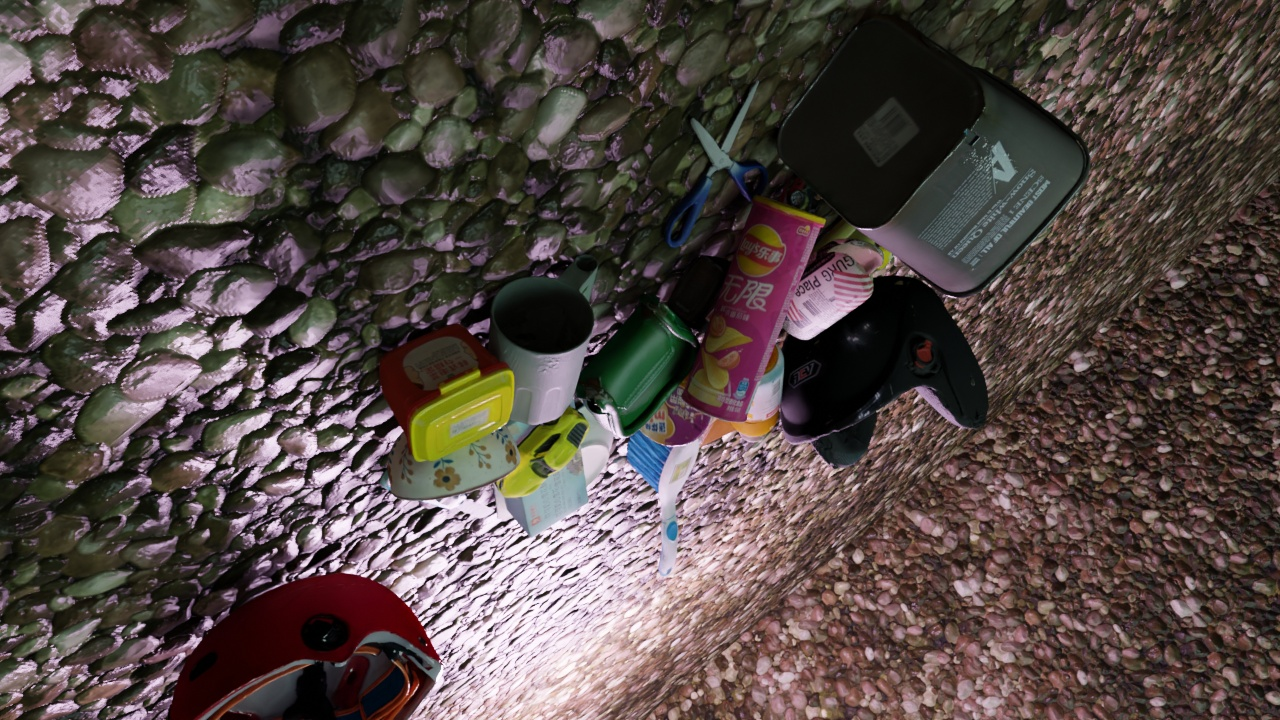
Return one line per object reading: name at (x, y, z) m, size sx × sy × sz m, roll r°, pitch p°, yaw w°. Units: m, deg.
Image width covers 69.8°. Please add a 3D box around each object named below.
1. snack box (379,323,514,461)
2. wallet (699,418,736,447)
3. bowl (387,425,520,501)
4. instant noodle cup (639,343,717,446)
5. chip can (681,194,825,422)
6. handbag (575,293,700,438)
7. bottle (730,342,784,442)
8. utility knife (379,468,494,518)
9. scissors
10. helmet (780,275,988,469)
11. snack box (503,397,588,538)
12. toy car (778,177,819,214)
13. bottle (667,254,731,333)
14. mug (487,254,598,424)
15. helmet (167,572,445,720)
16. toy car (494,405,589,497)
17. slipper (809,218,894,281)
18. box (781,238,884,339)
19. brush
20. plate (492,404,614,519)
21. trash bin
snack box at (-0.155, 0.021, 0.725) m, size 0.091 × 0.080 × 0.082 m, roll -27°, pitch 152°, yaw -27°
wallet at (0.112, 0.059, 1.209) m, size 0.118 × 0.035 × 0.131 m, roll -19°, pitch 144°, yaw -35°
bowl at (-0.166, 0.071, 0.791) m, size 0.113 × 0.114 × 0.062 m, roll -21°, pitch 104°, yaw -37°
instant noodle cup at (0.054, 0.029, 1.009) m, size 0.099 × 0.111 × 0.112 m, roll -17°, pitch 146°, yaw -54°
chip can at (0.106, -0.048, 0.883) m, size 0.071 × 0.071 × 0.211 m, roll 0°, pitch 113°, yaw -55°
handbag at (-0.005, 0.005, 0.889) m, size 0.131 × 0.068 × 0.120 m, roll -50°, pitch 164°, yaw -3°
bottle at (0.138, 0.041, 1.116) m, size 0.068 × 0.068 × 0.190 m, roll -34°, pitch 151°, yaw -14°
utility knife at (-0.199, 0.137, 0.927) m, size 0.029 × 0.013 × 0.221 m, roll -41°, pitch 155°, yaw 1°
scissors at (0.070, -0.168, 0.817) m, size 0.162 × 0.012 × 0.176 m, roll -3°, pitch 134°, yaw -52°
helmet at (0.285, 0.011, 1.156) m, size 0.274 × 0.230 × 0.234 m, roll -14°, pitch 169°, yaw -40°
snack box at (-0.102, 0.093, 0.907) m, size 0.074 × 0.051 × 0.175 m, roll -30°, pitch 138°, yaw -25°
toy car at (0.143, -0.127, 0.929) m, size 0.052 × 0.045 × 0.120 m, roll 3°, pitch 110°, yaw -65°
bottle at (0.099, -0.061, 0.992) m, size 0.080 × 0.044 × 0.194 m, roll -56°, pitch 153°, yaw 12°
mug at (-0.079, -0.019, 0.785) m, size 0.123 × 0.084 × 0.104 m, roll -53°, pitch 168°, yaw -39°
helmet at (-0.318, 0.281, 0.852) m, size 0.239 × 0.144 × 0.207 m, roll 9°, pitch 126°, yaw -41°
toy car at (-0.089, 0.088, 0.846) m, size 0.105 × 0.032 × 0.048 m, roll -45°, pitch 141°, yaw -1°
slipper at (0.242, -0.106, 1.078) m, size 0.190 × 0.081 × 0.091 m, roll -40°, pitch 158°, yaw 4°
box at (0.185, -0.067, 0.957) m, size 0.164 × 0.075 × 0.081 m, roll 141°, pitch -32°, yaw -65°
brush at (0.027, 0.170, 1.186) m, size 0.060 × 0.109 × 0.315 m, roll -29°, pitch 152°, yaw -30°
plate at (-0.088, 0.120, 1.033) m, size 0.163 × 0.034 × 0.165 m, roll -30°, pitch 152°, yaw -22°
trash bin at (0.265, -0.191, 0.856) m, size 0.219 × 0.198 × 0.199 m, roll 8°, pitch 127°, yaw -51°
